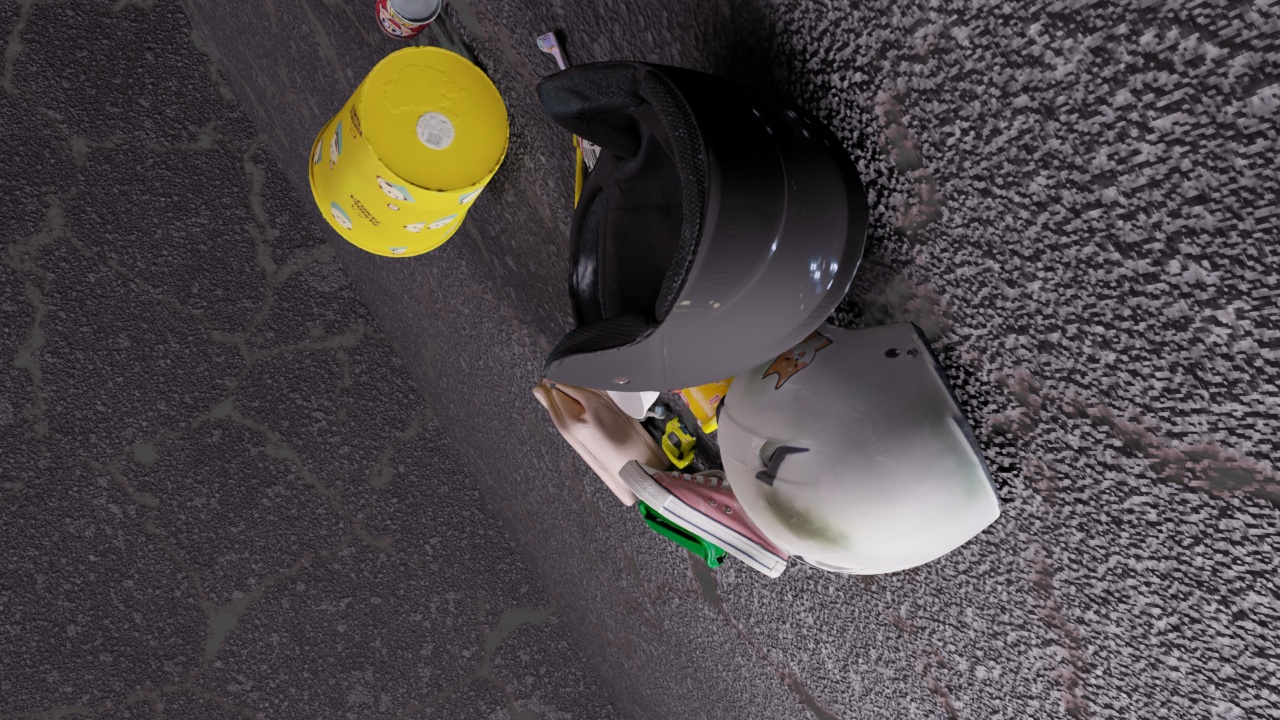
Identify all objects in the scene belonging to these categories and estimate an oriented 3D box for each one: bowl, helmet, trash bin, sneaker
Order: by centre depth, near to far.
[{"bbox_3d":[0.031,-0.092,0.695,0.275,0.230,0.233,155,116,-72],"label":"helmet"},{"bbox_3d":[0.153,0.084,0.773,0.274,0.156,0.230,12,131,63],"label":"helmet"},{"bbox_3d":[-0.007,0.007,1.152,0.118,0.064,0.118,46,156,27],"label":"bowl"},{"bbox_3d":[0.088,0.179,1.161,0.241,0.088,0.118,29,175,16],"label":"sneaker"},{"bbox_3d":[-0.298,-0.274,1.206,0.229,0.229,0.256,61,154,-9],"label":"trash bin"}]

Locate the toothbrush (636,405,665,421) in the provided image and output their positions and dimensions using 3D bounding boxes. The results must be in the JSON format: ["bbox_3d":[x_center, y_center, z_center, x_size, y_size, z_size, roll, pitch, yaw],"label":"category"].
[{"bbox_3d":[-0.011,0.074,1.314,0.221,0.026,0.026,176,90,-67],"label":"toothbrush"}]

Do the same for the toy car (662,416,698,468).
[{"bbox_3d":[0.049,0.115,1.231,0.048,0.032,0.105,49,160,20],"label":"toy car"}]

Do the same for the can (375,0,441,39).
[{"bbox_3d":[-0.291,-0.441,1.143,0.094,0.066,0.066,11,131,63],"label":"can"}]

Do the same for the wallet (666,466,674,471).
[{"bbox_3d":[0.050,0.200,1.372,0.115,0.020,0.101,38,152,46],"label":"wallet"}]

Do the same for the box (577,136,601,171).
[{"bbox_3d":[-0.036,-0.207,0.933,0.069,0.052,0.164,-123,8,-66],"label":"box"}]

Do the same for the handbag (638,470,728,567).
[{"bbox_3d":[0.066,0.221,1.275,0.131,0.067,0.120,27,152,30],"label":"handbag"}]

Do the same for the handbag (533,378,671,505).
[{"bbox_3d":[-0.079,0.096,1.351,0.234,0.093,0.193,30,162,53],"label":"handbag"}]

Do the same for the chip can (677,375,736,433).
[{"bbox_3d":[0.038,-0.026,0.996,0.213,0.072,0.072,55,160,10],"label":"chip can"}]

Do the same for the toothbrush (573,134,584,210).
[{"bbox_3d":[-0.067,-0.197,1.063,0.016,0.015,0.190,42,156,19],"label":"toothbrush"}]

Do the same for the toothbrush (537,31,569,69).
[{"bbox_3d":[-0.058,-0.249,0.959,0.029,0.021,0.189,7,130,51],"label":"toothbrush"}]

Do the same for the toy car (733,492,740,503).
[{"bbox_3d":[0.153,0.152,1.024,0.120,0.052,0.045,28,143,49],"label":"toy car"}]
